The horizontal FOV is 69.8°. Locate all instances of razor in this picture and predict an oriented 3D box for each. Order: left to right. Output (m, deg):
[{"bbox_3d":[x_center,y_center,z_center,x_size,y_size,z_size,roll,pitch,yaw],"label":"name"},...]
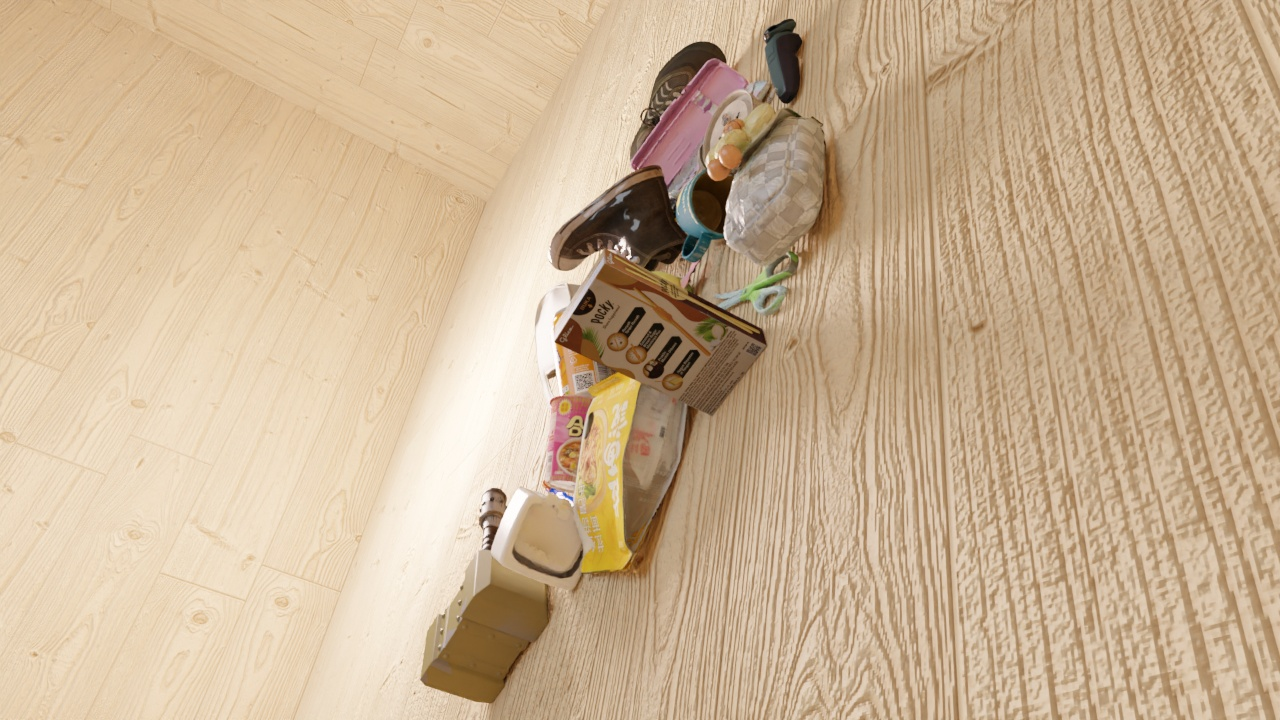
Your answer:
[{"bbox_3d":[0.183,-0.378,1.165,0.047,0.052,0.142,-47,35,46],"label":"razor"}]

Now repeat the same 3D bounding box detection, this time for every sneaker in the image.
[{"bbox_3d":[-0.034,-0.162,1.289,0.235,0.120,0.095,-30,-8,34],"label":"sneaker"},{"bbox_3d":[0.050,-0.375,1.421,0.238,0.101,0.142,-60,14,28],"label":"sneaker"}]

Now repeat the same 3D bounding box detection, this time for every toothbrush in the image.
[{"bbox_3d":[-0.108,0.186,1.262,0.016,0.018,0.183,-43,14,-13],"label":"toothbrush"}]

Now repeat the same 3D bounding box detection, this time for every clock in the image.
[{"bbox_3d":[0.119,-0.271,1.164,0.157,0.061,0.103,-35,46,51],"label":"clock"}]

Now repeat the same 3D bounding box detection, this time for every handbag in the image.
[{"bbox_3d":[-0.095,-0.013,1.409,0.201,0.093,0.199,160,112,-65],"label":"handbag"},{"bbox_3d":[0.125,-0.187,0.942,0.113,0.123,0.171,-43,22,35],"label":"handbag"}]

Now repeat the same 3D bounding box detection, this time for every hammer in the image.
[{"bbox_3d":[-0.212,0.287,1.283,0.191,0.100,0.324,-57,20,22],"label":"hammer"}]

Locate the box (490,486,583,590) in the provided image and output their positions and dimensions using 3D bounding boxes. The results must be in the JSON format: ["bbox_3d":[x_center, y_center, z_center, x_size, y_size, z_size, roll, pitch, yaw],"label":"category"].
[{"bbox_3d":[-0.108,0.212,1.093,0.102,0.107,0.076,-66,22,-6],"label":"box"}]

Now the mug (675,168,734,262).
[{"bbox_3d":[0.080,-0.173,1.116,0.104,0.084,0.112,-172,104,-77],"label":"mug"}]

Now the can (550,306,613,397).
[{"bbox_3d":[-0.078,0.001,1.258,0.079,0.079,0.142,-43,50,48],"label":"can"}]

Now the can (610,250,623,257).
[{"bbox_3d":[-0.013,-0.173,1.394,0.064,0.064,0.127,-54,21,29],"label":"can"}]

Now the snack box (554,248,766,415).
[{"bbox_3d":[0.020,-0.025,0.919,0.101,0.186,0.031,-55,21,28],"label":"snack box"}]

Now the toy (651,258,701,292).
[{"bbox_3d":[0.006,-0.062,1.154,0.190,0.088,0.238,-35,23,-15],"label":"toy"}]

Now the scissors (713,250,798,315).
[{"bbox_3d":[0.120,-0.080,0.997,0.176,0.032,0.078,0,69,66],"label":"scissors"}]

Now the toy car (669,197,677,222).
[{"bbox_3d":[0.064,-0.230,1.308,0.105,0.033,0.048,-49,18,12],"label":"toy car"}]

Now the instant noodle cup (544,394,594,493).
[{"bbox_3d":[-0.079,0.112,1.176,0.098,0.097,0.108,-31,46,60],"label":"instant noodle cup"}]

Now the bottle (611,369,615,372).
[{"bbox_3d":[-0.007,0.007,1.175,0.047,0.047,0.112,-65,18,0],"label":"bottle"}]

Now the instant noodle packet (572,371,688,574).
[{"bbox_3d":[-0.022,0.128,1.030,0.163,0.084,0.221,-29,46,63],"label":"instant noodle packet"}]

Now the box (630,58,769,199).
[{"bbox_3d":[0.089,-0.319,1.293,0.201,0.073,0.150,-52,51,4],"label":"box"}]
